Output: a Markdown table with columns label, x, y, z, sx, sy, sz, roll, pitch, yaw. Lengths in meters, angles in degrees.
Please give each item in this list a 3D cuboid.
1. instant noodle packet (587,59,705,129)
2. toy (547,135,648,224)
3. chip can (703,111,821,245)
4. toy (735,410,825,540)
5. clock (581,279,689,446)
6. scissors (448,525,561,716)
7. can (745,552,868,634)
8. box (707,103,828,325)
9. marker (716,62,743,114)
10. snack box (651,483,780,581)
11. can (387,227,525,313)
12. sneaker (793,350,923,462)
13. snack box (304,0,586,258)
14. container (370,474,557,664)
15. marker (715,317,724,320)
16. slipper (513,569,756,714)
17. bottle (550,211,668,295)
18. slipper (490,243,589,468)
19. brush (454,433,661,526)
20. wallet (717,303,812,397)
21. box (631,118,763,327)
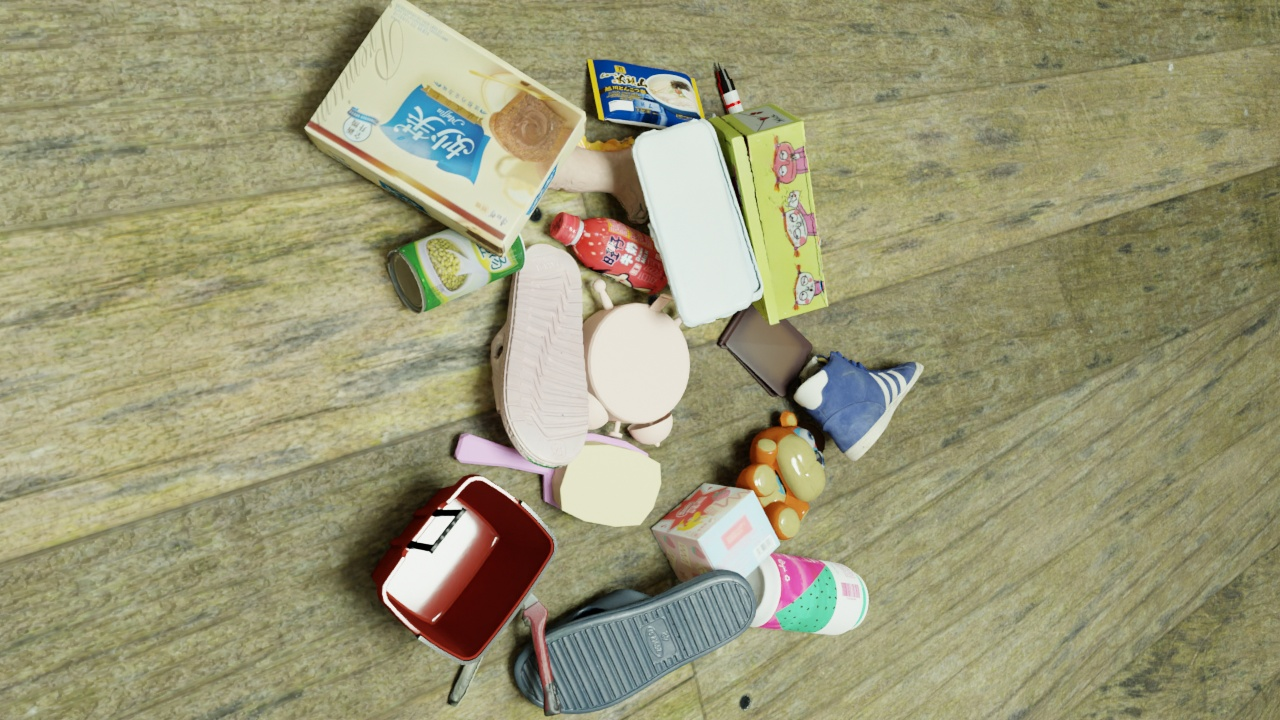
| label | x | y | z | sx | sy | sz | roll | pitch | yaw |
| --- | --- | --- | --- | --- | --- | --- | --- | --- | --- |
| instant noodle packet | 0.009 | -0.293 | 1.027 | 0.134 | 0.026 | 0.087 | 2 | 61 | -24 |
| toy | -0.087 | -0.238 | 0.964 | 0.263 | 0.065 | 0.196 | -8 | 92 | -36 |
| chip can | 0.136 | -0.204 | 1.112 | 0.214 | 0.052 | 0.051 | 43 | 67 | -25 |
| toy | 0.170 | 0.131 | 1.098 | 0.112 | 0.096 | 0.175 | 59 | 27 | -14 |
| clock | -0.006 | 0.006 | 1.000 | 0.131 | 0.086 | 0.160 | 17 | 86 | -31 |
| scissors | -0.131 | 0.272 | 0.924 | 0.179 | 0.015 | 0.196 | -36 | 77 | -4 |
| can | 0.192 | 0.283 | 1.112 | 0.165 | 0.088 | 0.088 | 16 | 80 | -32 |
| box | 0.144 | -0.164 | 1.035 | 0.083 | 0.124 | 0.221 | -14 | 118 | -4 |
| marker | 0.120 | -0.293 | 1.122 | 0.019 | 0.019 | 0.145 | -28 | 104 | -30 |
| snack box | 0.084 | 0.199 | 1.041 | 0.092 | 0.095 | 0.079 | -36 | 107 | -28 |
| can | -0.177 | -0.098 | 0.896 | 0.120 | 0.067 | 0.067 | -29 | 104 | -30 |
| sneaker | 0.273 | 0.029 | 1.185 | 0.118 | 0.092 | 0.232 | 41 | 41 | 7 |
| snack box | -0.176 | -0.214 | 0.851 | 0.207 | 0.055 | 0.153 | 31 | 81 | -4 |
| container | -0.155 | 0.182 | 0.819 | 0.127 | 0.201 | 0.147 | 45 | 67 | -18 |
| marker | 0.078 | -0.120 | 1.092 | 0.017 | 0.017 | 0.146 | -21 | 99 | -32 |
| slipper | -0.006 | 0.291 | 0.980 | 0.263 | 0.082 | 0.101 | -20 | 99 | -6 |
| bottle | -0.033 | -0.121 | 0.995 | 0.137 | 0.062 | 0.062 | 21 | 78 | -30 |
| slipper | -0.107 | -0.004 | 0.944 | 0.094 | 0.065 | 0.239 | 12 | 65 | -30 |
| brush | -0.082 | 0.116 | 0.957 | 0.228 | 0.043 | 0.089 | 17 | 92 | -31 |
| wallet | 0.155 | -0.020 | 1.142 | 0.115 | 0.018 | 0.091 | 43 | 67 | -21 |
| box | 0.051 | -0.149 | 0.992 | 0.129 | 0.106 | 0.211 | -19 | 100 | -23 |
